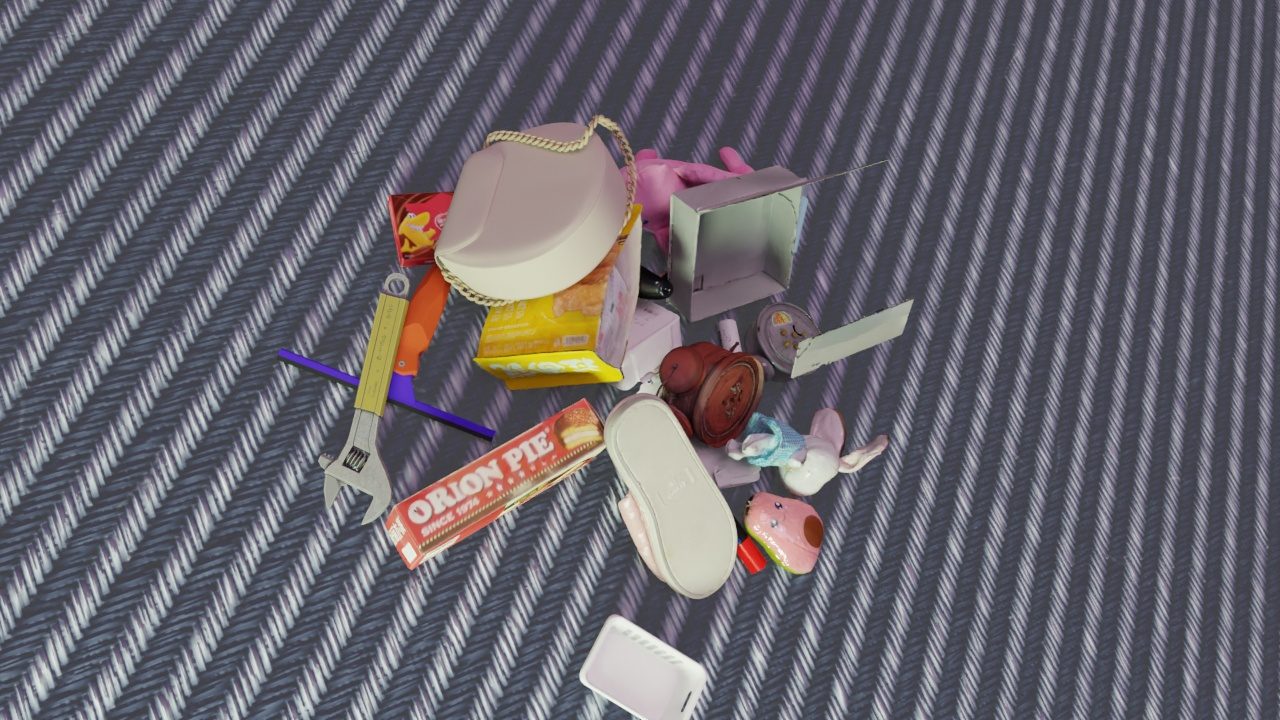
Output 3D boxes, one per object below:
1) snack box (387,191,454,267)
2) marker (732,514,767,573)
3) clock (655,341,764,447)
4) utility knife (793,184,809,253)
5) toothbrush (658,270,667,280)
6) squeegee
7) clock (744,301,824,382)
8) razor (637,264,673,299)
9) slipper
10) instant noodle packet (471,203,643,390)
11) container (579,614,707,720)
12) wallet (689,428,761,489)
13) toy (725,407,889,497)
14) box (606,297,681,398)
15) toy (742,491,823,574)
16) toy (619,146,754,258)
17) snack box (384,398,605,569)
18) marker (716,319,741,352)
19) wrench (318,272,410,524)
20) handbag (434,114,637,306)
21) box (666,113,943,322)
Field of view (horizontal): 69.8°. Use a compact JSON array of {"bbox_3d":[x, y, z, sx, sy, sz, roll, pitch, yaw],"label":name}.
[{"bbox_3d":[-0.231,-0.162,1.113,0.132,0.021,0.089,-8,73,-23],"label":"snack box"},{"bbox_3d":[0.101,0.190,1.089,0.023,0.021,0.145,-36,100,-5],"label":"marker"},{"bbox_3d":[0.074,0.038,1.084,0.072,0.121,0.157,28,29,36],"label":"clock"},{"bbox_3d":[0.221,-0.199,1.296,0.022,0.015,0.128,10,63,18],"label":"utility knife"},{"bbox_3d":[0.066,-0.127,1.210,0.134,0.017,0.021,-34,126,-27],"label":"toothbrush"},{"bbox_3d":[-0.252,-0.039,1.042,0.249,0.055,0.184,23,66,-11],"label":"squeegee"},{"bbox_3d":[0.178,-0.014,1.183,0.104,0.056,0.147,47,55,-2],"label":"clock"},{"bbox_3d":[-0.021,-0.093,1.103,0.053,0.141,0.064,10,99,-47],"label":"razor"},{"bbox_3d":[0.031,0.153,1.028,0.114,0.054,0.274,-32,116,-19],"label":"slipper"},{"bbox_3d":[-0.085,-0.083,1.063,0.084,0.163,0.221,46,48,-48],"label":"instant noodle packet"},{"bbox_3d":[-0.002,0.343,0.997,0.129,0.050,0.080,33,63,-6],"label":"container"},{"bbox_3d":[0.088,0.117,1.123,0.116,0.032,0.086,-11,74,-23],"label":"wallet"},{"bbox_3d":[0.191,0.120,1.115,0.205,0.131,0.106,2,102,-34],"label":"toy"},{"bbox_3d":[0.000,0.013,1.114,0.108,0.137,0.124,-36,45,-27],"label":"box"},{"bbox_3d":[0.170,0.204,1.109,0.110,0.051,0.089,27,62,-8],"label":"toy"},{"bbox_3d":[0.062,-0.221,1.184,0.265,0.128,0.186,-9,71,-28],"label":"toy"},{"bbox_3d":[-0.152,0.132,0.985,0.235,0.113,0.060,-29,82,-26],"label":"snack box"},{"bbox_3d":[0.121,0.009,1.177,0.025,0.025,0.125,-3,72,-21],"label":"marker"},{"bbox_3d":[-0.285,0.038,0.990,0.083,0.018,0.273,12,82,-4],"label":"wrench"},{"bbox_3d":[-0.124,-0.174,1.032,0.209,0.103,0.210,-6,56,23],"label":"handbag"},{"bbox_3d":[0.153,-0.175,1.061,0.166,0.370,0.150,-20,81,-25],"label":"box"}]
